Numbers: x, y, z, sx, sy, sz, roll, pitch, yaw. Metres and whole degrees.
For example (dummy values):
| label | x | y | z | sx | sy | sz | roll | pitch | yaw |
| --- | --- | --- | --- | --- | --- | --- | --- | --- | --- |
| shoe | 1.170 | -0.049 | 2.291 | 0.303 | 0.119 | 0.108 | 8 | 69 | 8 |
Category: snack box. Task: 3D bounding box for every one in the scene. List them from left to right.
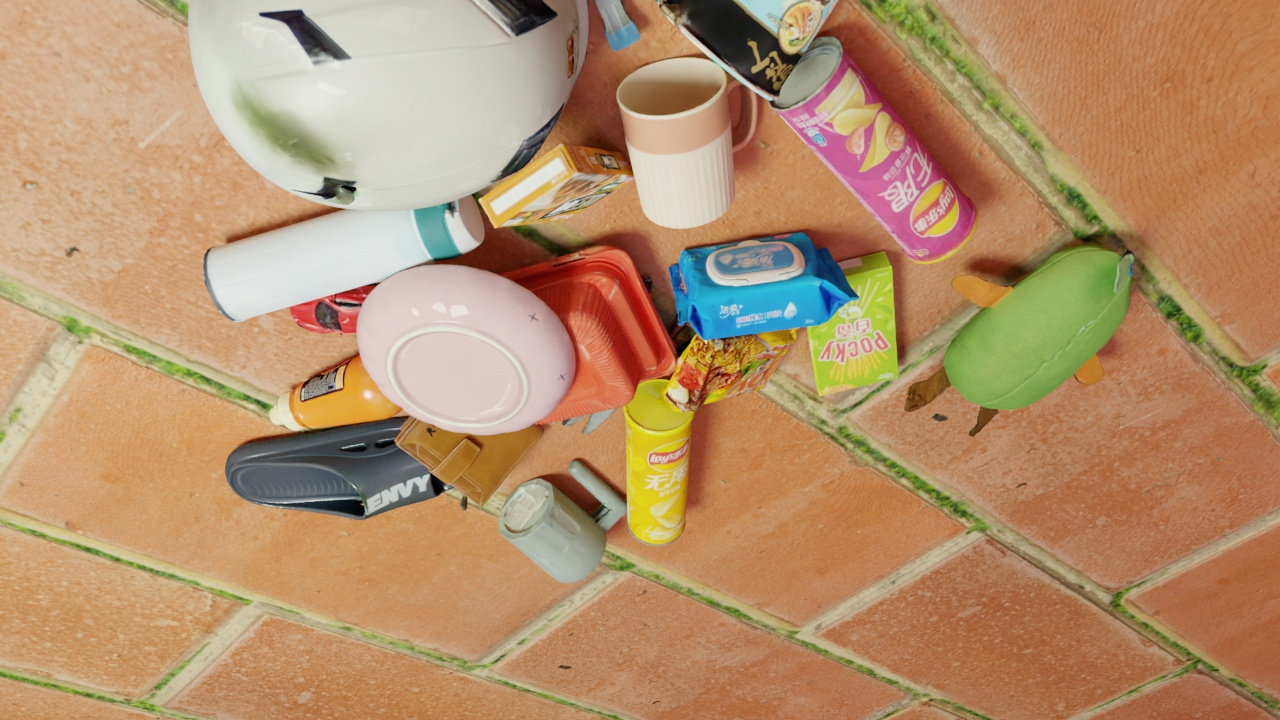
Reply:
| label | x | y | z | sx | sy | sz | roll | pitch | yaw |
| --- | --- | --- | --- | --- | --- | --- | --- | --- | --- |
| snack box | -0.059 | -0.133 | 0.704 | 0.075 | 0.153 | 0.026 | -29 | 92 | 18 |
| snack box | 0.208 | -0.033 | 0.909 | 0.086 | 0.026 | 0.156 | -13 | 134 | 6 |

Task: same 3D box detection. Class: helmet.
| label | x | y | z | sx | sy | sz | roll | pitch | yaw |
| --- | --- | --- | --- | --- | --- | --- | --- | --- | --- |
| helmet | -0.167 | -0.193 | 0.616 | 0.274 | 0.156 | 0.230 | -3 | 134 | -4 |

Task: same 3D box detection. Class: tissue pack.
| label | x | y | z | sx | sy | sz | roll | pitch | yaw |
| --- | --- | --- | --- | --- | --- | --- | --- | --- | --- |
| tissue pack | 0.106 | -0.070 | 0.813 | 0.157 | 0.094 | 0.052 | -8 | 128 | -1 |

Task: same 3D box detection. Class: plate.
| label | x | y | z | sx | sy | sz | roll | pitch | yaw |
| --- | --- | --- | --- | --- | --- | --- | --- | --- | --- |
| plate | -0.153 | 0.004 | 0.790 | 0.192 | 0.039 | 0.193 | 4 | 134 | 4 |

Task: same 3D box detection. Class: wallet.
| label | x | y | z | sx | sy | sz | roll | pitch | yaw |
| --- | --- | --- | --- | --- | --- | --- | --- | --- | --- |
| wallet | -0.176 | 0.080 | 0.929 | 0.119 | 0.035 | 0.130 | -54 | 130 | -12 |

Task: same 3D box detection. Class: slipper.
| label | x | y | z | sx | sy | sz | roll | pitch | yaw |
| --- | --- | --- | --- | --- | --- | --- | --- | --- | --- |
| slipper | -0.300 | 0.130 | 0.960 | 0.268 | 0.083 | 0.111 | -5 | 136 | -2 |

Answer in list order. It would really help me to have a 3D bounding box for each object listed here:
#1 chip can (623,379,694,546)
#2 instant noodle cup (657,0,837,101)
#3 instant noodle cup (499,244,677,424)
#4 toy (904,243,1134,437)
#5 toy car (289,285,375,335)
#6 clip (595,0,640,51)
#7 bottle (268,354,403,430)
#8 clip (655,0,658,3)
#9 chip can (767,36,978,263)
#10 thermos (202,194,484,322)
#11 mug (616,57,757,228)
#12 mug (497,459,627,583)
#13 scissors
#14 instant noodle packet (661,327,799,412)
| label | x | y | z | sx | sy | sz | roll | pitch | yaw |
| --- | --- | --- | --- | --- | --- | --- | --- | --- | --- |
| chip can | 0.018 | 0.115 | 0.984 | 0.072 | 0.072 | 0.214 | -4 | 137 | -4 |
| instant noodle cup | 0.090 | -0.260 | 0.627 | 0.111 | 0.111 | 0.121 | 27 | 118 | -29 |
| instant noodle cup | -0.074 | -0.012 | 0.848 | 0.189 | 0.078 | 0.164 | -13 | 131 | 19 |
| toy | 0.379 | -0.020 | 0.900 | 0.226 | 0.089 | 0.247 | 26 | 122 | -29 |
| toy car | -0.264 | -0.044 | 0.833 | 0.106 | 0.031 | 0.049 | 2 | 132 | -6 |
| clip | -0.022 | -0.258 | 0.670 | 0.026 | 0.042 | 0.058 | -19 | 130 | 12 |
| bottle | -0.296 | 0.036 | 0.889 | 0.150 | 0.066 | 0.067 | -16 | 134 | 18 |
| clip | 0.001 | -0.277 | 0.657 | 0.033 | 0.013 | 0.054 | -32 | 127 | 22 |
| chip can | 0.193 | -0.166 | 0.747 | 0.072 | 0.071 | 0.210 | -36 | 127 | 25 |
| thermos | -0.243 | -0.092 | 0.767 | 0.224 | 0.073 | 0.073 | -15 | 134 | 6 |
| mug | 0.043 | -0.176 | 0.722 | 0.114 | 0.081 | 0.106 | -32 | 139 | -18 |
| mug | -0.086 | 0.180 | 1.047 | 0.124 | 0.083 | 0.103 | -45 | 127 | -3 |
| scissors | -0.017 | 0.000 | 0.919 | 0.202 | 0.015 | 0.206 | -15 | 135 | 7 |
| instant noodle packet | 0.090 | 0.000 | 0.886 | 0.128 | 0.044 | 0.111 | -13 | 145 | -40 |
